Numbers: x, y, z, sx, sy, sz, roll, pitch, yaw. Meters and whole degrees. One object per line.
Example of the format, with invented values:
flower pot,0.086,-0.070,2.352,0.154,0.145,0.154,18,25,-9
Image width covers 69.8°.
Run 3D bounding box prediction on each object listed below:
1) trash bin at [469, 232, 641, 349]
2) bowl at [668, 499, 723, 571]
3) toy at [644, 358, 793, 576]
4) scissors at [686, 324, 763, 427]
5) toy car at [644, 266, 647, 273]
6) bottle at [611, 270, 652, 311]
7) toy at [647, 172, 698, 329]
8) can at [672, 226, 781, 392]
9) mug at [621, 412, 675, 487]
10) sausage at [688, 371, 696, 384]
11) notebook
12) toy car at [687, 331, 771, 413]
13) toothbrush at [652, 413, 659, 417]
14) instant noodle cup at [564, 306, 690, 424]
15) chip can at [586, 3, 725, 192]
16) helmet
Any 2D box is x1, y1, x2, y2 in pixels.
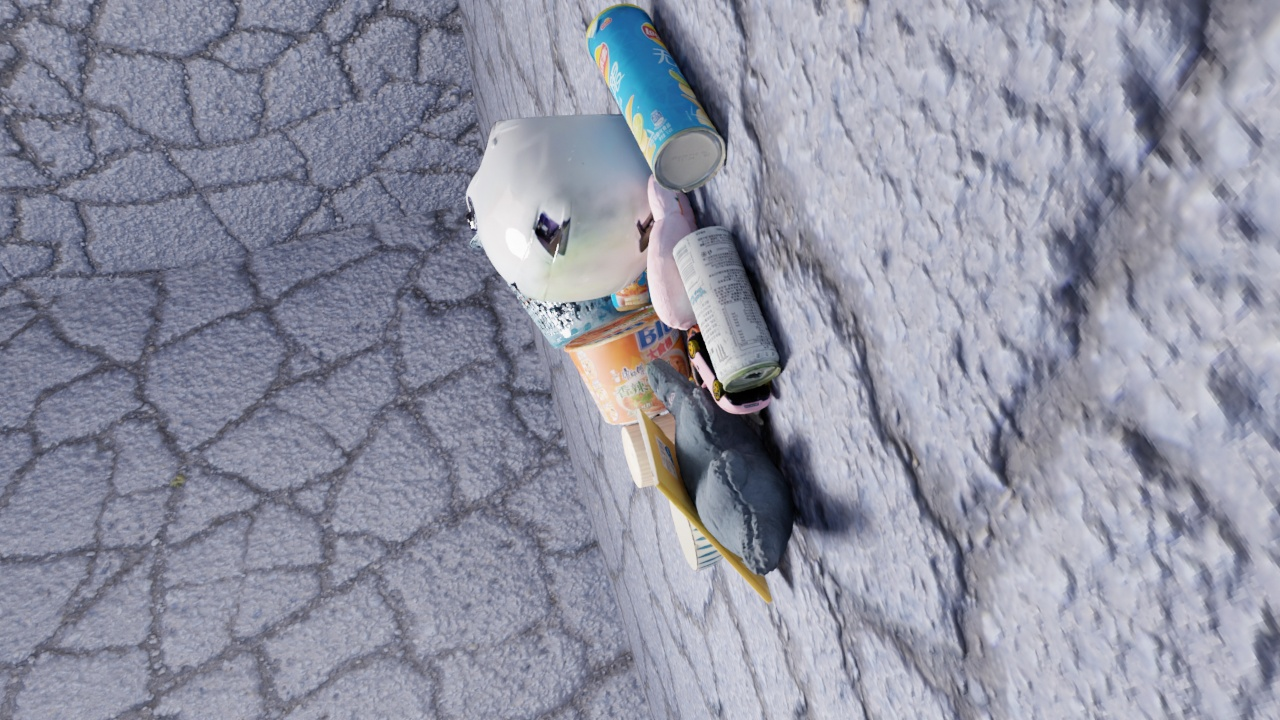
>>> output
trash bin,-0.098,-0.131,1.306,0.195,0.226,0.227,63,170,-2
bowl,0.081,0.197,1.141,0.116,0.066,0.116,165,91,-81
toy,0.083,0.110,0.898,0.138,0.091,0.356,51,-174,-33
scissors,0.088,0.013,0.991,0.207,0.015,0.193,105,150,-69
toy car,0.023,-0.106,1.112,0.049,0.031,0.106,82,178,-47
bottle,-0.026,-0.176,1.193,0.065,0.065,0.219,-154,51,-77
toy,0.036,-0.110,0.932,0.121,0.054,0.159,8,-105,-71
can,0.078,-0.048,0.840,0.058,0.058,0.146,102,151,-68
mug,0.037,0.113,1.143,0.115,0.106,0.081,95,158,-61
sausage,0.087,0.083,1.076,0.021,0.021,0.165,93,159,-59
notebook,0.068,0.154,0.987,0.206,0.010,0.145,48,-168,-27
toy car,0.086,0.011,0.894,0.122,0.056,0.037,-117,23,-51
toothbrush,0.008,0.042,1.456,0.017,0.012,0.185,85,167,-68
instant noodle cup,-0.007,0.007,1.151,0.151,0.151,0.111,-154,42,-76
chip can,0.011,-0.254,0.872,0.071,0.071,0.210,89,163,-52
helmet,-0.069,-0.145,1.015,0.259,0.228,0.145,117,143,-52
